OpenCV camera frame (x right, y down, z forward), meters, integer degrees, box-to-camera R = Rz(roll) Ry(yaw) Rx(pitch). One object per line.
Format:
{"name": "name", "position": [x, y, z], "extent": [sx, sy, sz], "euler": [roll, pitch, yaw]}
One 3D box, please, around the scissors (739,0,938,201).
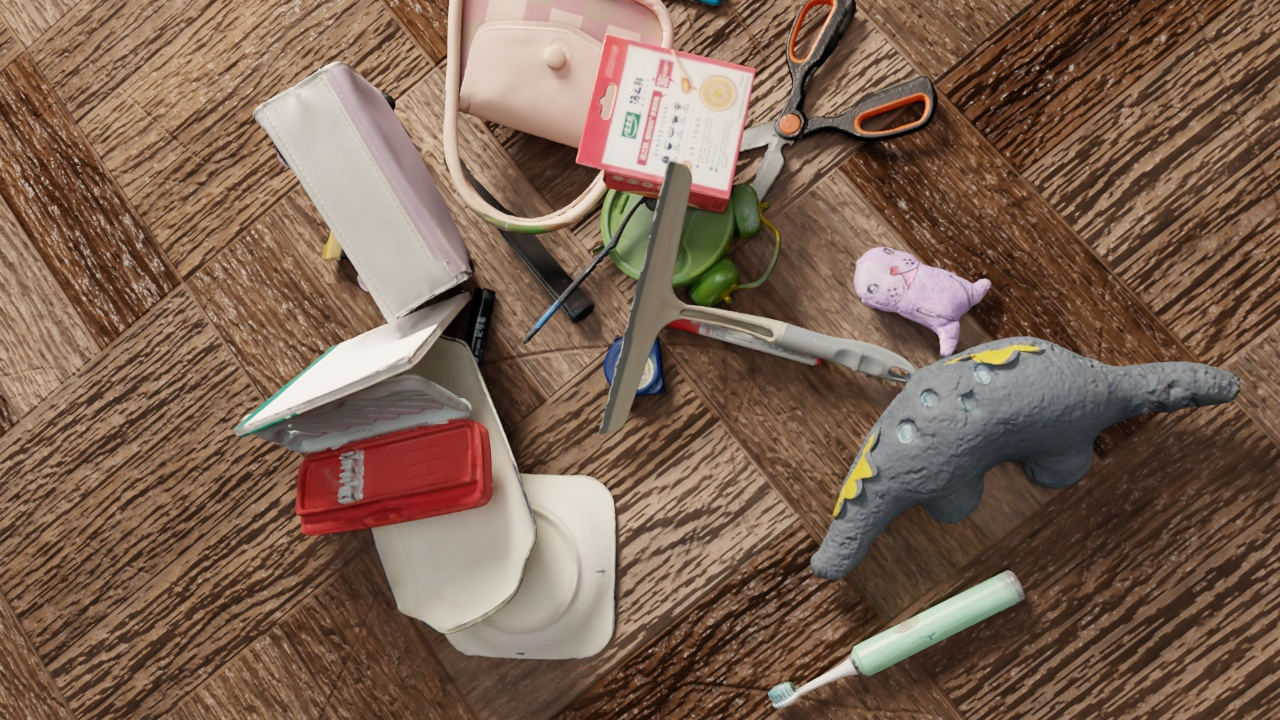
{"name": "scissors", "position": [0.151, -0.226, 0.822], "extent": [0.221, 0.021, 0.230], "euler": [3, 86, 15]}

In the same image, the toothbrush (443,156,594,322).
{"name": "toothbrush", "position": [-0.118, -0.120, 0.854], "extent": [0.026, 0.027, 0.212], "euler": [-30, 73, -40]}

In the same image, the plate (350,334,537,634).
{"name": "plate", "position": [-0.173, 0.102, 0.804], "extent": [0.162, 0.034, 0.265], "euler": [-34, 66, 18]}

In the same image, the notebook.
{"name": "notebook", "position": [-0.232, -0.004, 0.773], "extent": [0.150, 0.208, 0.012], "euler": [-21, 106, 9]}

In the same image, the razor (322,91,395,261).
{"name": "razor", "position": [-0.273, -0.174, 0.875], "extent": [0.067, 0.062, 0.167], "euler": [14, 91, -21]}

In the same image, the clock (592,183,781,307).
{"name": "clock", "position": [0.043, -0.112, 0.804], "extent": [0.161, 0.056, 0.116], "euler": [22, 90, 15]}

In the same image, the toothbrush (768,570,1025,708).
{"name": "toothbrush", "position": [0.208, 0.233, 0.752], "extent": [0.224, 0.026, 0.027], "euler": [-29, 101, 6]}

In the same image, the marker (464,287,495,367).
{"name": "marker", "position": [-0.158, -0.003, 0.850], "extent": [0.022, 0.020, 0.132], "euler": [8, 85, 40]}

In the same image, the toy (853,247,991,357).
{"name": "toy", "position": [0.230, -0.056, 0.774], "extent": [0.108, 0.039, 0.083], "euler": [28, 68, 11]}

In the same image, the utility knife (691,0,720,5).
{"name": "utility knife", "position": [-0.021, -0.374, 0.871], "extent": [0.209, 0.018, 0.034], "euler": [17, 87, 13]}

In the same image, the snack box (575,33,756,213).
{"name": "snack box", "position": [0.020, -0.192, 0.752], "extent": [0.127, 0.044, 0.113], "euler": [13, 84, -2]}

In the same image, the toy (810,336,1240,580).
{"name": "toy", "position": [0.281, 0.055, 0.729], "extent": [0.357, 0.091, 0.138], "euler": [-24, 92, 8]}

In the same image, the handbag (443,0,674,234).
{"name": "handbag", "position": [-0.087, -0.225, 0.806], "extent": [0.193, 0.093, 0.234], "euler": [15, 89, -8]}

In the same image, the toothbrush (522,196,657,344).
{"name": "toothbrush", "position": [-0.037, -0.083, 0.784], "extent": [0.016, 0.014, 0.189], "euler": [41, 95, -2]}

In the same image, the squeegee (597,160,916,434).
{"name": "squeegee", "position": [0.112, -0.022, 0.770], "extent": [0.246, 0.039, 0.247], "euler": [14, 114, -1]}

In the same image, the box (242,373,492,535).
{"name": "box", "position": [-0.231, 0.080, 0.762], "extent": [0.202, 0.099, 0.112], "euler": [-13, 73, 25]}

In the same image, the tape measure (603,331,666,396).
{"name": "tape measure", "position": [-0.005, 0.005, 0.817], "extent": [0.054, 0.025, 0.058], "euler": [-7, 85, 11]}

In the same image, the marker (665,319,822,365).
{"name": "marker", "position": [0.089, -0.021, 0.809], "extent": [0.145, 0.017, 0.017], "euler": [16, 86, 11]}

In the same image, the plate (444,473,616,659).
{"name": "plate", "position": [-0.104, 0.181, 0.809], "extent": [0.164, 0.034, 0.164], "euler": [-2, 83, 10]}

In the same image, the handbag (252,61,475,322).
{"name": "handbag", "position": [-0.225, -0.141, 0.788], "extent": [0.098, 0.144, 0.197], "euler": [-28, 100, 7]}
